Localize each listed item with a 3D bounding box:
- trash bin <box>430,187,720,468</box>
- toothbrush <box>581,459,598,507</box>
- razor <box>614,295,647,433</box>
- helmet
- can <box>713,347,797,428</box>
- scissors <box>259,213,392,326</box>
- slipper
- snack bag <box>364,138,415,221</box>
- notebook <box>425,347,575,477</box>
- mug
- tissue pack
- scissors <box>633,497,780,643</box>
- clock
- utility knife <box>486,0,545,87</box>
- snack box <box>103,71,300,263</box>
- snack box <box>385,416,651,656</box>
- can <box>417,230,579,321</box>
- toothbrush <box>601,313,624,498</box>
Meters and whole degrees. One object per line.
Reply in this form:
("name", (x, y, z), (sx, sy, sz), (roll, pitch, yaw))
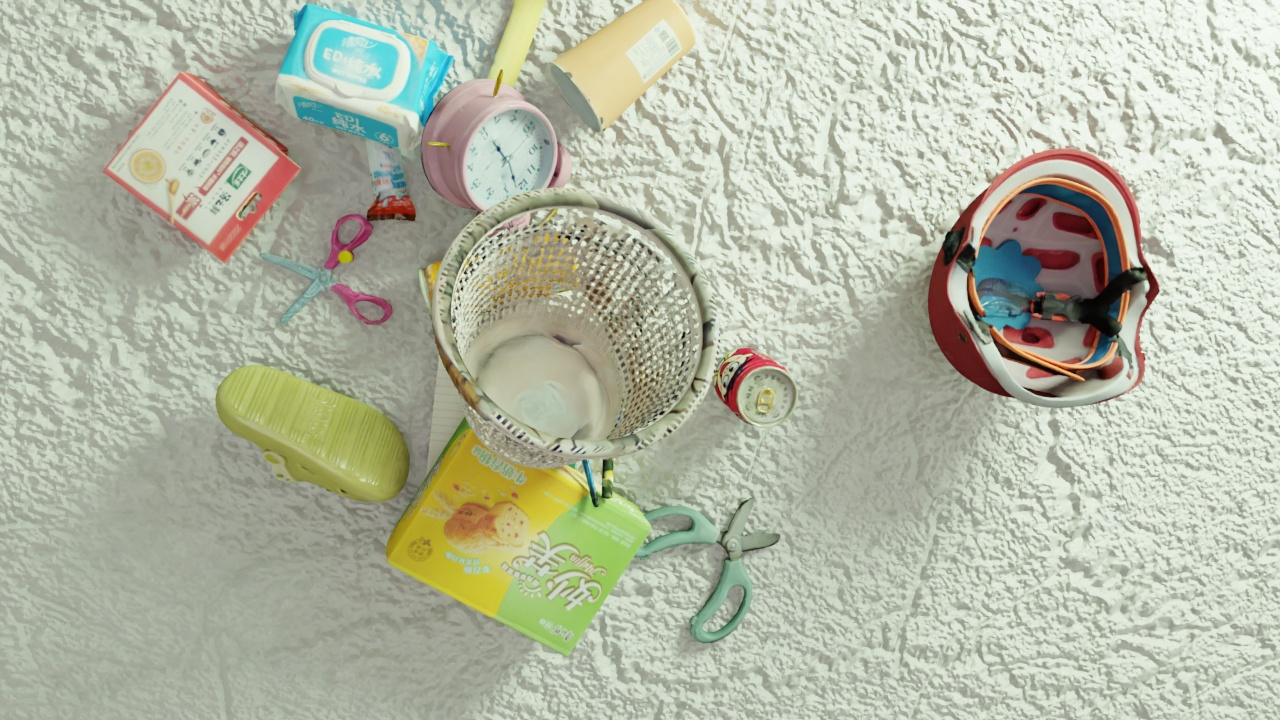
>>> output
("trash bin", (-0.070, -0.002, 0.784), (0.227, 0.193, 0.227), (6, 67, -15))
("toothbrush", (-0.062, 0.050, 0.888), (0.016, 0.014, 0.189), (-9, 74, -22))
("razor", (-0.005, 0.005, 0.924), (0.043, 0.022, 0.143), (10, 99, 34))
("helmet", (0.377, -0.074, 0.903), (0.207, 0.144, 0.240), (9, 86, -10))
("can", (0.113, 0.026, 0.907), (0.066, 0.094, 0.066), (-2, 101, -8))
("scissors", (-0.292, -0.075, 0.870), (0.133, 0.017, 0.135), (-45, 105, 7))
("slipper", (-0.313, 0.075, 0.871), (0.190, 0.091, 0.082), (33, 135, -22))
("snack bag", (-0.236, -0.181, 0.851), (0.048, 0.026, 0.104), (-5, 102, -16))
("notebook", (-0.139, 0.094, 0.928), (0.150, 0.012, 0.209), (6, 100, -10))
("mug", (-0.013, -0.277, 0.840), (0.122, 0.078, 0.078), (-39, 104, -3))
("tissue pack", (-0.243, -0.249, 0.805), (0.140, 0.063, 0.090), (15, 76, -9))
("scissors", (0.067, 0.227, 0.980), (0.170, 0.019, 0.179), (-3, 101, -8))
("clock", (-0.123, -0.176, 0.832), (0.117, 0.060, 0.158), (-50, 143, -9))
("utility knife", (-0.131, -0.263, 0.852), (0.031, 0.022, 0.213), (21, 91, -11))
("snack box", (-0.385, -0.171, 0.822), (0.127, 0.044, 0.113), (40, 93, -12))
("snack box", (-0.118, 0.170, 0.902), (0.210, 0.070, 0.157), (32, 92, -14))
("can", (-0.132, -0.079, 0.869), (0.146, 0.058, 0.058), (-15, 103, -5))
("toothbrush", (-0.027, 0.042, 0.896), (0.017, 0.012, 0.185), (7, 76, -21))
